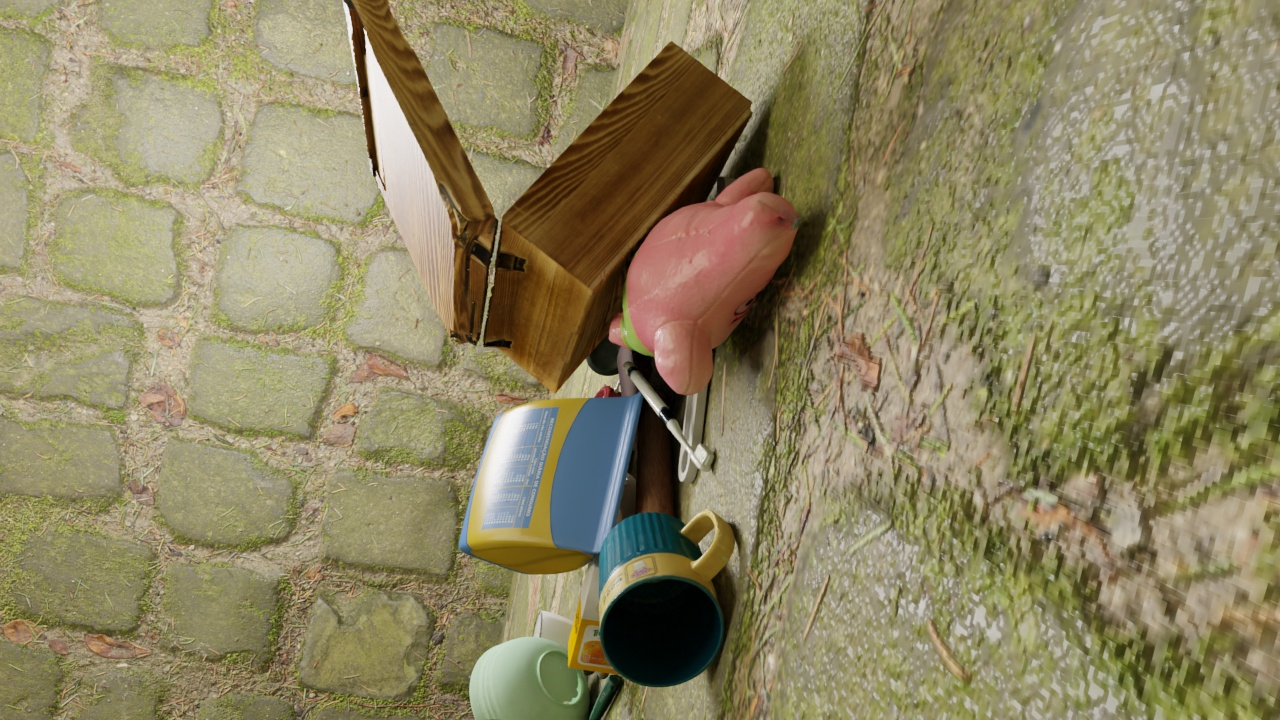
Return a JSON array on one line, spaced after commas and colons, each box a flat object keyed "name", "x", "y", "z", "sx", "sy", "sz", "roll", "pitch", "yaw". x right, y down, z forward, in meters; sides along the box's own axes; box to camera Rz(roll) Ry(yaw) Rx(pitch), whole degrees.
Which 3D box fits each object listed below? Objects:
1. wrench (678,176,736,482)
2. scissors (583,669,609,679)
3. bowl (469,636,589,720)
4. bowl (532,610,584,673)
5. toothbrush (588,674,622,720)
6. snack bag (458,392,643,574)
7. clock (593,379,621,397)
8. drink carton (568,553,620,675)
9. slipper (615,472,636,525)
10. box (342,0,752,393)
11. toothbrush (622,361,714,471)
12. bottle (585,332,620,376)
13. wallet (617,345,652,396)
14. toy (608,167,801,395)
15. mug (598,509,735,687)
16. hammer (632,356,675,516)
[{"name": "wrench", "x": 0.060, "y": -0.030, "z": 0.802, "sx": 0.087, "sy": 0.018, "sz": 0.273, "roll": 136, "pitch": 143, "yaw": -73}, {"name": "scissors", "x": -0.036, "y": 0.268, "z": 1.032, "sx": 0.224, "sy": 0.016, "sz": 0.217, "roll": -82, "pitch": 7, "yaw": -45}, {"name": "bowl", "x": -0.113, "y": 0.380, "z": 1.051, "sx": 0.077, "sy": 0.151, "sz": 0.150, "roll": -42, "pitch": 27, "yaw": 27}, {"name": "bowl", "x": -0.109, "y": 0.388, "z": 1.192, "sx": 0.116, "sy": 0.065, "sz": 0.116, "roll": -170, "pitch": 91, "yaw": -81}, {"name": "toothbrush", "x": -0.048, "y": 0.381, "z": 0.970, "sx": 0.017, "sy": 0.016, "sz": 0.190, "roll": -84, "pitch": 10, "yaw": -46}, {"name": "snack bag", "x": -0.075, "y": 0.119, "z": 0.892, "sx": 0.206, "sy": 0.102, "sz": 0.158, "roll": -20, "pitch": 50, "yaw": 49}, {"name": "clock", "x": -0.045, "y": 0.090, "z": 1.132, "sx": 0.137, "sy": 0.048, "sz": 0.096, "roll": -68, "pitch": 14, "yaw": -19}, {"name": "drink carton", "x": -0.029, "y": 0.238, "z": 0.886, "sx": 0.040, "sy": 0.058, "sz": 0.123, "roll": -102, "pitch": 24, "yaw": -69}, {"name": "slipper", "x": -0.081, "y": 0.152, "z": 1.030, "sx": 0.266, "sy": 0.080, "sz": 0.113, "roll": 24, "pitch": 114, "yaw": 61}, {"name": "box", "x": -0.133, "y": -0.161, "z": 0.843, "sx": 0.283, "sy": 0.323, "sz": 0.280, "roll": -53, "pitch": -1, "yaw": -22}, {"name": "toothbrush", "x": 0.021, "y": 0.042, "z": 0.798, "sx": 0.017, "sy": 0.012, "sz": 0.186, "roll": -61, "pitch": 31, "yaw": 14}, {"name": "bottle", "x": -0.030, "y": -0.011, "z": 1.194, "sx": 0.174, "sy": 0.055, "sz": 0.055, "roll": -16, "pitch": -63, "yaw": -82}, {"name": "wallet", "x": -0.005, "y": 0.005, "z": 0.925, "sx": 0.115, "sy": 0.018, "sz": 0.092, "roll": -92, "pitch": 16, "yaw": -50}, {"name": "toy", "x": 0.051, "y": -0.068, "z": 0.671, "sx": 0.191, "sy": 0.097, "sz": 0.237, "roll": -68, "pitch": 15, "yaw": -17}, {"name": "mug", "x": 0.022, "y": 0.154, "z": 0.648, "sx": 0.114, "sy": 0.083, "sz": 0.107, "roll": -48, "pitch": 11, "yaw": 9}, {"name": "hammer", "x": 0.011, "y": 0.118, "z": 0.857, "sx": 0.300, "sy": 0.037, "sz": 0.158, "roll": -89, "pitch": 13, "yaw": -50}]
